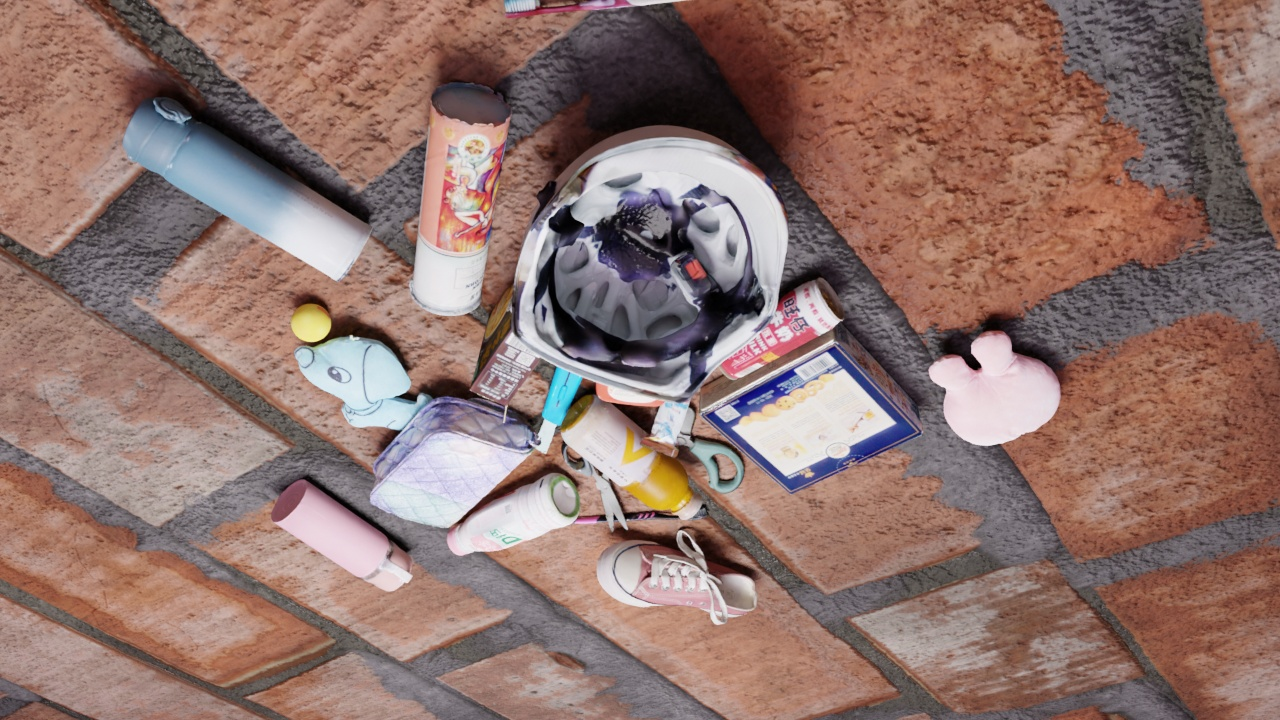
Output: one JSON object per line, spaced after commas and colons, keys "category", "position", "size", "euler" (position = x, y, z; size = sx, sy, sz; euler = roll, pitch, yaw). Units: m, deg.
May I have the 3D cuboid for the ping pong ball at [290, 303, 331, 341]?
{"category": "ping pong ball", "position": [-0.349, -0.040, 0.972], "size": [0.040, 0.040, 0.040], "euler": [2, 134, 2]}

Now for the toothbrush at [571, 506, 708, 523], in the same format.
{"category": "toothbrush", "position": [-0.005, 0.204, 1.204], "size": [0.189, 0.014, 0.018], "euler": [-4, 123, 8]}

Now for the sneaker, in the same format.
{"category": "sneaker", "position": [0.062, 0.289, 1.218], "size": [0.241, 0.118, 0.088], "euler": [19, 150, -22]}

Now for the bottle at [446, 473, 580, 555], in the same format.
{"category": "bottle", "position": [-0.170, 0.205, 1.181], "size": [0.197, 0.068, 0.068], "euler": [-25, 127, 30]}

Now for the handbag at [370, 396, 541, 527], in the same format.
{"category": "handbag", "position": [-0.227, 0.120, 1.093], "size": [0.134, 0.075, 0.194], "euler": [24, 132, -32]}

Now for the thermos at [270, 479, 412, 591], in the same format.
{"category": "thermos", "position": [-0.387, 0.239, 1.217], "size": [0.087, 0.067, 0.198], "euler": [6, 146, 51]}

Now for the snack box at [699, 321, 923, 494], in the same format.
{"category": "snack box", "position": [0.190, 0.057, 1.027], "size": [0.178, 0.045, 0.182], "euler": [-31, 125, 28]}

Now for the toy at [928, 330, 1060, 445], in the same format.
{"category": "toy", "position": [0.378, 0.030, 0.983], "size": [0.121, 0.054, 0.159], "euler": [-31, 126, 20]}

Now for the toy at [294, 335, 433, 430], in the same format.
{"category": "toy", "position": [-0.306, 0.025, 1.027], "size": [0.161, 0.049, 0.157], "euler": [11, 134, -18]}

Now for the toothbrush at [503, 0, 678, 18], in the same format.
{"category": "toothbrush", "position": [-0.018, -0.290, 0.730], "size": [0.188, 0.016, 0.017], "euler": [-3, 124, 8]}

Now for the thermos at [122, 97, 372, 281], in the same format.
{"category": "thermos", "position": [-0.359, -0.157, 0.845], "size": [0.220, 0.070, 0.070], "euler": [33, 127, -25]}

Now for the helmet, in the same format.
{"category": "helmet", "position": [0.007, -0.102, 0.819], "size": [0.229, 0.145, 0.259], "euler": [18, 122, -16]}

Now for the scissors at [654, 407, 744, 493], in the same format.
{"category": "scissors", "position": [0.038, 0.120, 1.117], "size": [0.176, 0.019, 0.175], "euler": [-22, 130, 23]}

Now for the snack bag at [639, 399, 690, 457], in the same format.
{"category": "snack bag", "position": [0.037, 0.055, 1.024], "size": [0.048, 0.026, 0.104], "euler": [21, 94, -12]}

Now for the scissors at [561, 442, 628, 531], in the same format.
{"category": "scissors", "position": [-0.053, 0.155, 1.154], "size": [0.150, 0.014, 0.171], "euler": [22, 129, -15]}

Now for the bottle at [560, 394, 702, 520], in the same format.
{"category": "bottle", "position": [-0.006, 0.117, 1.063], "size": [0.189, 0.067, 0.068], "euler": [41, 124, -17]}

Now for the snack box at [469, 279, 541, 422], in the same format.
{"category": "snack box", "position": [-0.125, -0.022, 0.925], "size": [0.053, 0.113, 0.126], "euler": [26, 129, -19]}

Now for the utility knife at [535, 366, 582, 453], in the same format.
{"category": "utility knife", "position": [-0.092, 0.044, 1.053], "size": [0.034, 0.018, 0.205], "euler": [14, 134, -10]}

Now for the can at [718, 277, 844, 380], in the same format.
{"category": "can", "position": [0.139, -0.032, 0.940], "size": [0.133, 0.053, 0.053], "euler": [-30, 125, 28]}

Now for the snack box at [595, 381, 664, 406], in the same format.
{"category": "snack box", "position": [-0.006, 0.006, 0.970], "size": [0.091, 0.081, 0.080], "euler": [7, 144, -2]}

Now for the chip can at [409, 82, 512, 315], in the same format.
{"category": "chip can", "position": [-0.168, -0.143, 0.842], "size": [0.071, 0.071, 0.215], "euler": [12, 133, -8]}
